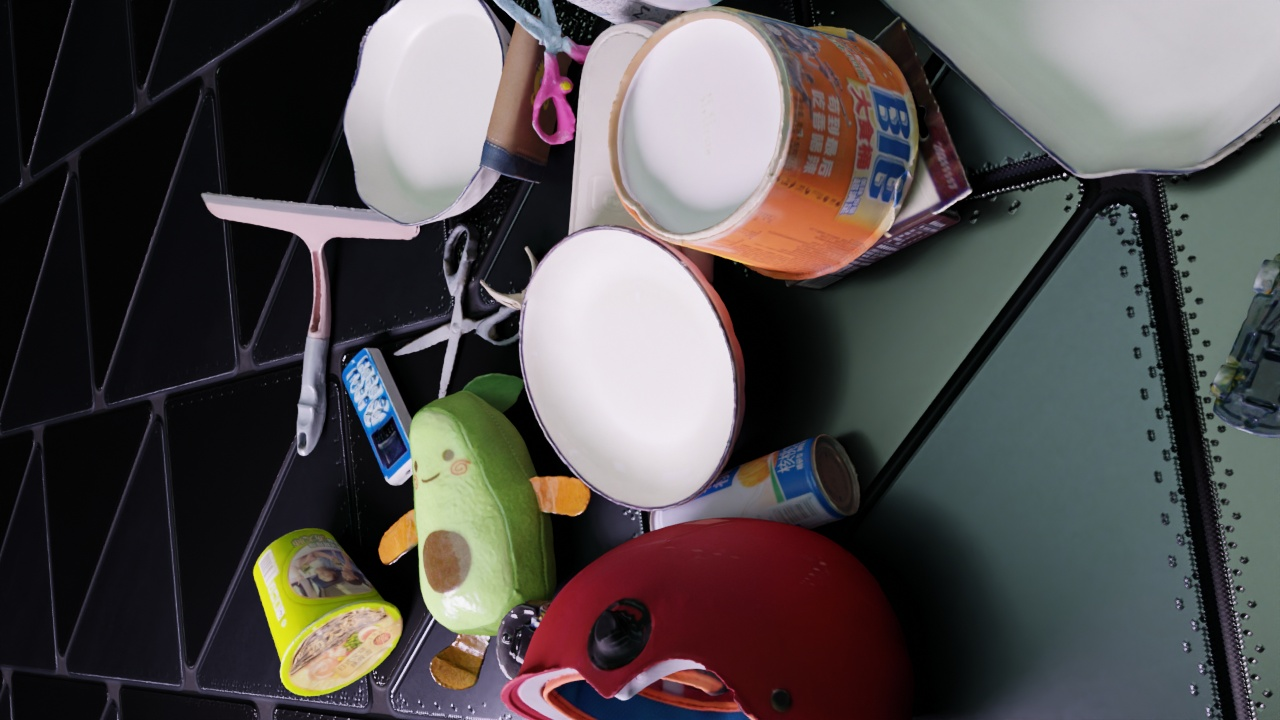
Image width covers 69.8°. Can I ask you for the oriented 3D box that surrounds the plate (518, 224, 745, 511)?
[{"bbox_3d":[-0.004,0.004,0.613,0.193,0.038,0.192,15,113,39],"label":"plate"}]

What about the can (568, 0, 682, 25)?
[{"bbox_3d":[-0.030,-0.265,0.613,0.058,0.146,0.058,0,89,36],"label":"can"}]

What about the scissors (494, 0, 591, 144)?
[{"bbox_3d":[-0.053,-0.225,0.652,0.017,0.118,0.133,29,134,55],"label":"scissors"}]

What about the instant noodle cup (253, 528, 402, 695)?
[{"bbox_3d":[-0.297,0.223,0.848,0.123,0.111,0.112,43,114,37],"label":"instant noodle cup"}]

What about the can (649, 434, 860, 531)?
[{"bbox_3d":[0.072,0.095,0.600,0.135,0.053,0.053,-27,75,33],"label":"can"}]

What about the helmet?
[{"bbox_3d":[0.047,0.168,0.543,0.240,0.207,0.143,1,55,29],"label":"helmet"}]

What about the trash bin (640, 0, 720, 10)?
[{"bbox_3d":[0.064,-0.335,0.478,0.253,0.229,0.229,-26,75,51],"label":"trash bin"}]

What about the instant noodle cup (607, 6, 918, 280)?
[{"bbox_3d":[0.061,-0.122,0.512,0.152,0.111,0.151,2,93,41],"label":"instant noodle cup"}]

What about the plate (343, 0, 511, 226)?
[{"bbox_3d":[-0.174,-0.214,0.779,0.205,0.045,0.205,-2,86,39],"label":"plate"}]

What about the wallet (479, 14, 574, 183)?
[{"bbox_3d":[-0.084,-0.196,0.695,0.033,0.090,0.115,18,101,11],"label":"wallet"}]

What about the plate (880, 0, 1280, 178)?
[{"bbox_3d":[0.235,-0.213,0.489,0.162,0.034,0.265,-49,64,26],"label":"plate"}]

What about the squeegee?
[{"bbox_3d":[-0.319,-0.030,0.896,0.248,0.040,0.250,9,102,19],"label":"squeegee"}]

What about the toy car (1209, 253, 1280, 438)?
[{"bbox_3d":[0.308,-0.008,0.438,0.043,0.034,0.090,23,102,37],"label":"toy car"}]

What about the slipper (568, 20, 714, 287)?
[{"bbox_3d":[0.002,-0.094,0.647,0.114,0.054,0.274,9,106,40],"label":"slipper"}]

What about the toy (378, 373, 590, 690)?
[{"bbox_3d":[-0.126,0.137,0.725,0.227,0.089,0.246,-18,84,26],"label":"toy"}]

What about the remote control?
[{"bbox_3d":[-0.235,0.049,0.843,0.049,0.024,0.125,-41,67,29],"label":"remote control"}]

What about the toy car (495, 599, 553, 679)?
[{"bbox_3d":[-0.030,0.220,0.664,0.158,0.042,0.070,17,101,13],"label":"toy car"}]

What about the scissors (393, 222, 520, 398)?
[{"bbox_3d":[-0.161,-0.034,0.794,0.179,0.014,0.159,-15,81,36],"label":"scissors"}]

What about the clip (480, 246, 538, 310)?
[{"bbox_3d":[-0.081,-0.042,0.719,0.070,0.034,0.100,-38,61,-2],"label":"clip"}]

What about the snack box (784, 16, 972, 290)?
[{"bbox_3d":[0.130,-0.119,0.556,0.126,0.053,0.113,-25,75,33],"label":"snack box"}]
